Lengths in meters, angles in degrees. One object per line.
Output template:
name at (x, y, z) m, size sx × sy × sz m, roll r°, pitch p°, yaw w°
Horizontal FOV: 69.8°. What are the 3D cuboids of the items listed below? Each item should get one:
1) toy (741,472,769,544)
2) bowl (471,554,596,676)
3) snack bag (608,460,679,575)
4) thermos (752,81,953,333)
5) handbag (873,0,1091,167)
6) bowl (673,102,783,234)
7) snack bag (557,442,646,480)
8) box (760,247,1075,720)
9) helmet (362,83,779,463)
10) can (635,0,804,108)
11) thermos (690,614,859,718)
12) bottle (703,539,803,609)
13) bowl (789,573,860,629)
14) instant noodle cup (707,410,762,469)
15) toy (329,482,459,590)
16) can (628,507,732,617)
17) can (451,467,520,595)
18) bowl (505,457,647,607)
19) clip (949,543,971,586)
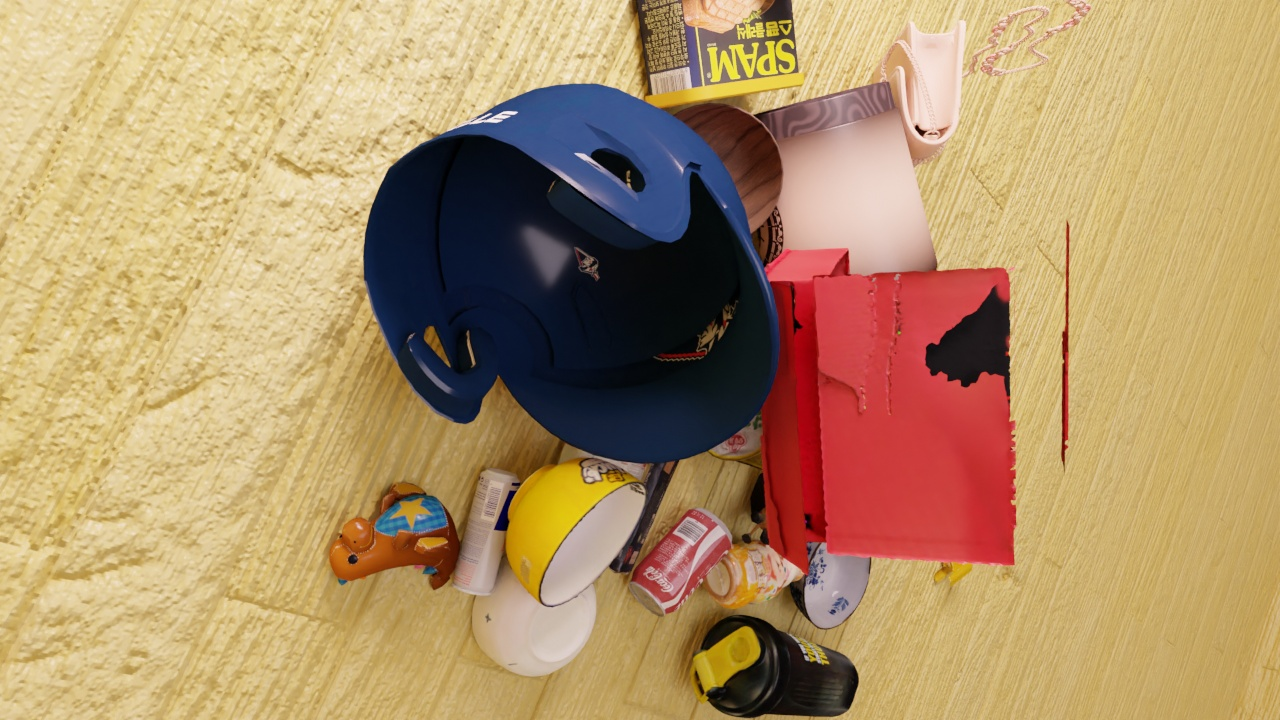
toy at (0.131, 0.149, 0.904) m, size 0.099 × 0.063 × 0.076 m, roll -34°, pitch 102°, yaw -50°
bowl at (-0.080, 0.208, 0.750) m, size 0.104 × 0.054 × 0.105 m, roll -10°, pitch 106°, yaw -40°
snack bag at (0.012, 0.114, 0.804) m, size 0.074 × 0.018 × 0.155 m, roll 61°, pitch 51°, yaw -76°
thermos at (0.180, -0.122, 0.832) m, size 0.172 × 0.173 × 0.226 m, roll -25°, pitch 108°, yaw -34°
handbag at (0.315, -0.244, 0.860) m, size 0.187 × 0.198 × 0.116 m, roll -2°, pitch 90°, yaw 3°
bowl at (0.060, -0.159, 0.778) m, size 0.119 × 0.032 × 0.119 m, roll 1°, pitch 113°, yaw 3°
snack bag at (-0.005, 0.005, 0.781) m, size 0.077 × 0.041 × 0.225 m, roll 22°, pitch 83°, yaw -41°
box at (0.140, 0.057, 0.590) m, size 0.107 × 0.409 × 0.212 m, roll -6°, pitch 105°, yaw -2°
helmet at (-0.023, -0.055, 0.623) m, size 0.272 × 0.233 × 0.222 m, roll 52°, pitch 36°, yaw 1°
can at (0.065, -0.271, 0.759) m, size 0.135 × 0.075 × 0.104 m, roll -20°, pitch 109°, yaw -36°
thermos at (0.141, 0.320, 0.937) m, size 0.220 × 0.098 × 0.098 m, roll 29°, pitch 80°, yaw -46°
bottle at (0.114, 0.207, 0.905) m, size 0.109 × 0.063 × 0.063 m, roll 1°, pitch 98°, yaw -41°
bowl at (0.195, 0.227, 0.987) m, size 0.114 × 0.045 × 0.114 m, roll -9°, pitch 104°, yaw -39°
instant noodle cup at (0.120, 0.062, 0.862) m, size 0.108 × 0.102 × 0.102 m, roll 34°, pitch 77°, yaw -47°
toy at (-0.177, 0.144, 0.670) m, size 0.090 × 0.070 × 0.103 m, roll -19°, pitch 134°, yaw -23°
can at (0.037, 0.185, 0.841) m, size 0.096 × 0.054 × 0.054 m, roll -44°, pitch 123°, yaw -25°
can at (-0.120, 0.133, 0.714) m, size 0.032 × 0.032 × 0.095 m, roll 15°, pitch 89°, yaw -41°
bowl at (-0.058, 0.121, 0.699) m, size 0.117 × 0.067 × 0.117 m, roll -41°, pitch 152°, yaw -27°
clip at (0.399, 0.261, 1.184) m, size 0.054 × 0.045 × 0.048 m, roll -22°, pitch 68°, yaw -34°
